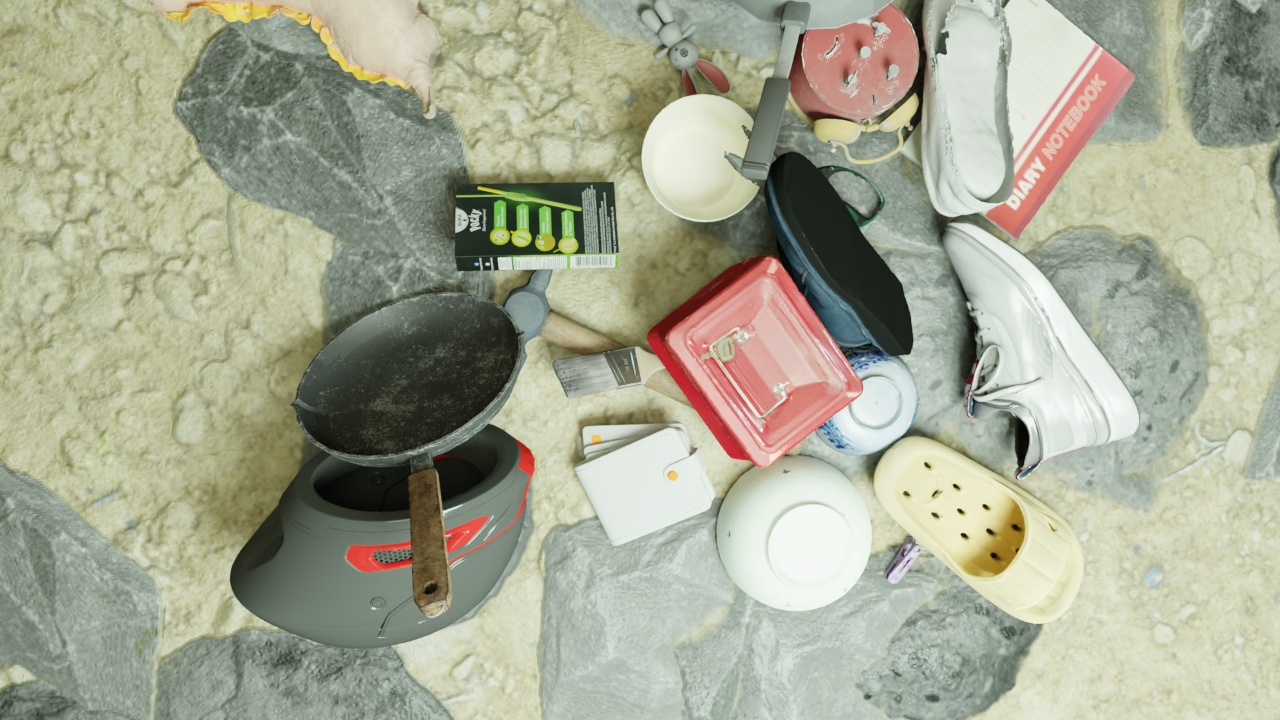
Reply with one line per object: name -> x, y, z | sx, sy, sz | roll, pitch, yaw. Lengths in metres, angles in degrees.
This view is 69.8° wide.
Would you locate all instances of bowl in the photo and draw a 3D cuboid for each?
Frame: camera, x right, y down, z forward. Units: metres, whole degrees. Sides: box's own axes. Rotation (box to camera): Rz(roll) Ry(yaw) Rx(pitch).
bowl -> 0.154, 0.172, 0.884 | 0.153, 0.073, 0.153 | 0, 93, -6
bowl -> 0.224, 0.039, 0.897 | 0.114, 0.045, 0.114 | 0, 92, -5
bowl -> 0.055, -0.185, 0.863 | 0.115, 0.062, 0.115 | 0, 93, -6

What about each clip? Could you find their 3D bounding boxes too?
clip -> 0.265, 0.200, 0.915 | 0.014, 0.042, 0.052 | 30, 76, -7

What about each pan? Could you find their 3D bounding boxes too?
pan -> 0.135, -0.302, 0.793 | 0.179, 0.041, 0.356 | 11, 64, 13
pan -> -0.179, 0.066, 0.748 | 0.207, 0.356, 0.040 | -17, 134, -3

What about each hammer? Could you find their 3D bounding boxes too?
hammer -> 0.016, 0.013, 0.884 | 0.321, 0.040, 0.129 | 25, 86, -7

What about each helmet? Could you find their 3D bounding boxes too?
helmet -> -0.219, 0.162, 0.804 | 0.264, 0.164, 0.170 | -8, 122, -11

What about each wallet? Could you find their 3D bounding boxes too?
wallet -> 0.000, 0.103, 0.872 | 0.119, 0.037, 0.115 | -25, 95, 16

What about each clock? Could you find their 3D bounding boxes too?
clock -> 0.204, -0.265, 0.864 | 0.117, 0.081, 0.159 | -17, 94, -4

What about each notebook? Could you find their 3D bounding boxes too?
notebook -> 0.377, -0.247, 0.915 | 0.153, 0.012, 0.208 | 36, 88, -4

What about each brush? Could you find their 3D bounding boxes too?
brush -> -0.005, 0.005, 0.858 | 0.151, 0.012, 0.039 | -11, 88, -12

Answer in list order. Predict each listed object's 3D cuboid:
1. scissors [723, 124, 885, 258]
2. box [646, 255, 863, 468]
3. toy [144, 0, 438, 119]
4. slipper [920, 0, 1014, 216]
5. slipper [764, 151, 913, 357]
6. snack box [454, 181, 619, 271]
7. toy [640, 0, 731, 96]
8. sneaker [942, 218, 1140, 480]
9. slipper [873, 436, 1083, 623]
scissors -> 0.139, -0.132, 0.859 | 0.209, 0.015, 0.142 | 17, 100, -32
box -> 0.098, 0.000, 0.835 | 0.134, 0.112, 0.157 | -36, 102, -8
toy -> -0.313, -0.309, 0.825 | 0.264, 0.065, 0.196 | -4, 88, -4
slipper -> 0.302, -0.254, 0.862 | 0.112, 0.075, 0.246 | 6, 80, -33
slipper -> 0.163, -0.076, 0.828 | 0.084, 0.265, 0.108 | -15, 56, 31
snack box -> -0.096, -0.125, 0.854 | 0.147, 0.025, 0.080 | -2, 65, -5
toy -> 0.041, -0.291, 0.874 | 0.049, 0.030, 0.111 | -33, 93, 25
sneaker -> 0.352, -0.012, 0.886 | 0.129, 0.096, 0.263 | -34, 90, 7
slipper -> 0.344, 0.167, 0.891 | 0.261, 0.079, 0.111 | 36, 87, -11
